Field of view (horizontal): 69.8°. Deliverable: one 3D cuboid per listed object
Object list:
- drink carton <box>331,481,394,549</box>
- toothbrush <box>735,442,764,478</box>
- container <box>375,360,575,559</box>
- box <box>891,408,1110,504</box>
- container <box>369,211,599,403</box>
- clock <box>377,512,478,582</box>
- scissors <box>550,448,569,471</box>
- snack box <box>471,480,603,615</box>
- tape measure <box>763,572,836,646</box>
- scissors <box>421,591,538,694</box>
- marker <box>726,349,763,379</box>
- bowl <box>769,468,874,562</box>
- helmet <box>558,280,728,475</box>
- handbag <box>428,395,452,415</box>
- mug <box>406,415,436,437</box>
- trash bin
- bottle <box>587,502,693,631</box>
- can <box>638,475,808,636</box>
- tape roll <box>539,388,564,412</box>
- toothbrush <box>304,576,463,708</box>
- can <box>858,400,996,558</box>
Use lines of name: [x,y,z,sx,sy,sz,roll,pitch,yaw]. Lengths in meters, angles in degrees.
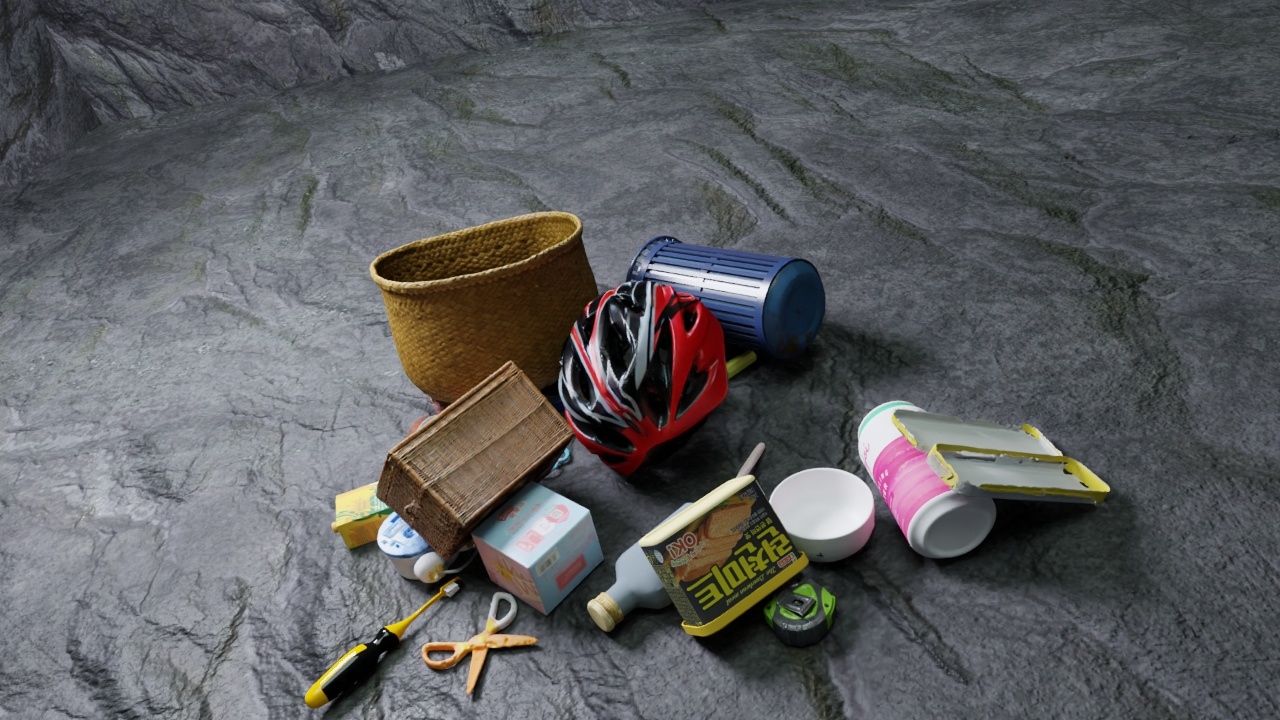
drink carton: [-0.311,0.179,1.117,0.122,0.041,0.058,-18,34,-6]
toothbrush: [0.106,0.129,1.013,0.018,0.016,0.180,11,24,22]
container: [-0.181,0.111,1.016,0.113,0.114,0.197,45,53,8]
box: [0.356,0.094,0.913,0.209,0.023,0.127,7,26,-26]
container: [-0.200,-0.072,1.265,0.307,0.197,0.306,-12,21,4]
clock: [-0.238,0.207,1.040,0.125,0.052,0.088,14,43,35]
scissors: [-0.154,0.124,1.168,0.137,0.015,0.056,-1,35,30]
snack box: [-0.109,0.199,0.979,0.095,0.080,0.092,20,47,37]
tape measure: [0.152,0.235,0.868,0.059,0.036,0.065,19,46,38]
scissors: [-0.162,0.286,0.936,0.125,0.011,0.128,-6,35,14]
marker: [0.157,-0.014,1.236,0.123,0.017,0.021,-33,39,-26]
bowl: [0.188,0.164,0.941,0.105,0.054,0.104,-11,32,7]
helmet: [-0.007,0.006,1.114,0.218,0.167,0.271,-41,30,21]
handbag: [-0.281,0.048,1.309,0.055,0.029,0.120,-27,31,-21]
mug: [-0.223,0.101,1.165,0.111,0.081,0.117,9,36,36]
trash bin: [0.115,-0.085,1.225,0.250,0.139,0.139,15,44,44]
bottle: [0.017,0.214,0.940,0.161,0.046,0.072,-34,39,-26]
can: [0.078,0.186,0.889,0.130,0.101,0.073,-30,-2,-21]
tape roll: [-0.114,0.038,1.265,0.093,0.016,0.091,-19,34,-6]
toothbrush: [-0.263,0.289,0.956,0.031,0.031,0.196,13,39,42]
can: [0.287,0.118,0.937,0.088,0.088,0.165,-15,34,-1]
